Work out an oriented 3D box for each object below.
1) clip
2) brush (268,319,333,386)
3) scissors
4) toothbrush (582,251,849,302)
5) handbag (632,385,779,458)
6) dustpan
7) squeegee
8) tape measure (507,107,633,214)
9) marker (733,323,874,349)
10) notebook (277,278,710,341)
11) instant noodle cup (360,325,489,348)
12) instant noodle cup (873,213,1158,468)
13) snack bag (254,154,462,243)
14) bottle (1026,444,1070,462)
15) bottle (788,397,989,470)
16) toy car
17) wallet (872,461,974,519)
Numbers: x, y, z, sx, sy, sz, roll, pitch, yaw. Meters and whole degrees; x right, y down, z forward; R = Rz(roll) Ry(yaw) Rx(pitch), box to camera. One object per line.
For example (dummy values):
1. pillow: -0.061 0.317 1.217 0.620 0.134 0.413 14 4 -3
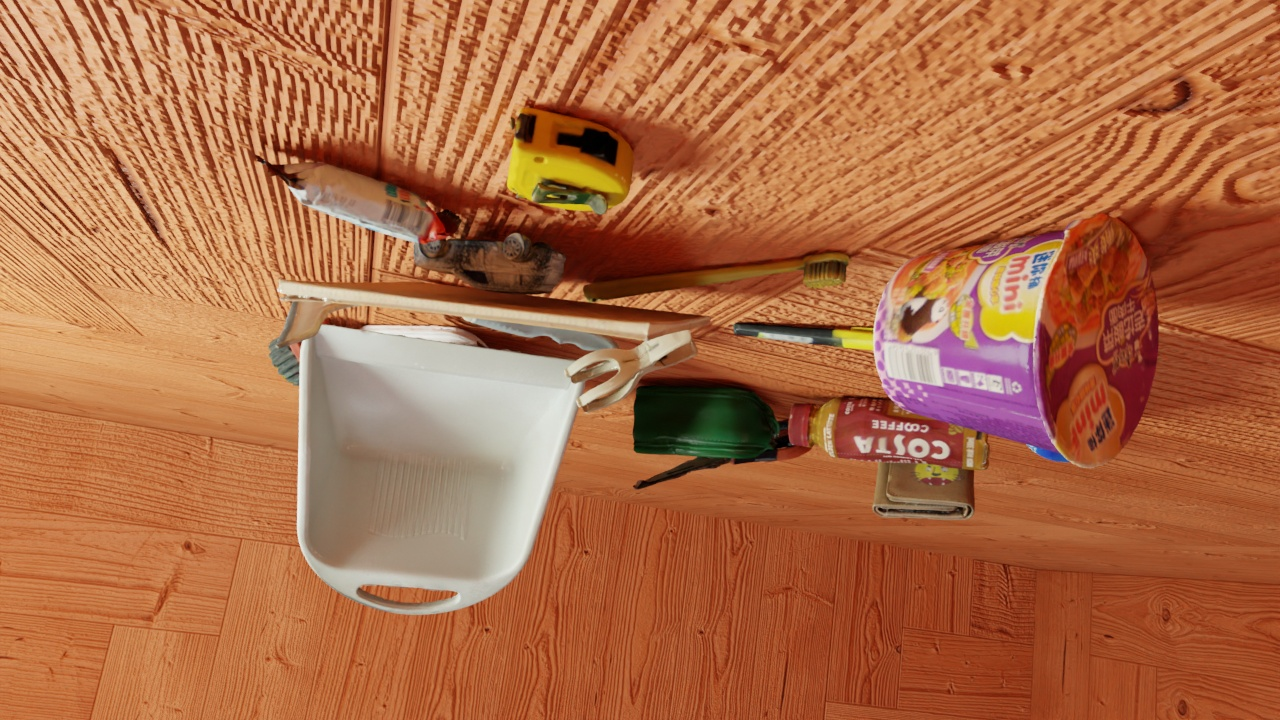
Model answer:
1. clip: -0.005 0.003 0.691 0.101 0.034 0.076 -23 162 2
2. brush: -0.291 -0.002 0.877 0.069 0.063 0.146 -25 161 4
3. scissors: 0.094 0.102 0.935 0.177 0.015 0.209 2 -161 25
4. toothbrush: 0.038 -0.046 0.554 0.190 0.016 0.015 -3 163 40
5. handbag: 0.064 0.065 0.911 0.131 0.068 0.120 -1 170 32
6. dustpan: -0.180 0.110 0.778 0.222 0.142 0.258 8 147 -14
7. squeegee: -0.129 -0.033 0.673 0.246 0.039 0.246 6 -173 -19
8. tape measure: -0.032 -0.084 0.407 0.057 0.029 0.060 10 168 -10
9. marker: 0.124 -0.018 0.637 0.124 0.015 0.018 6 167 23
10. notebook: -0.076 -0.032 0.542 0.212 0.012 0.149 7 -173 15
11. instant noodle cup: -0.180 0.036 0.866 0.138 0.060 0.173 2 152 27
12. instant noodle cup: 0.177 -0.011 0.444 0.111 0.111 0.099 17 174 -36
13. snack bag: -0.146 -0.083 0.479 0.105 0.026 0.045 16 -165 -35
14. bottle: 0.299 0.035 0.645 0.065 0.065 0.218 3 167 23
15. bottle: 0.224 0.064 0.833 0.175 0.057 0.057 3 167 21
16. toy car: -0.089 -0.057 0.536 0.091 0.034 0.043 6 -176 14
17. wallet: 0.264 0.099 0.850 0.090 0.115 0.033 0 127 21
